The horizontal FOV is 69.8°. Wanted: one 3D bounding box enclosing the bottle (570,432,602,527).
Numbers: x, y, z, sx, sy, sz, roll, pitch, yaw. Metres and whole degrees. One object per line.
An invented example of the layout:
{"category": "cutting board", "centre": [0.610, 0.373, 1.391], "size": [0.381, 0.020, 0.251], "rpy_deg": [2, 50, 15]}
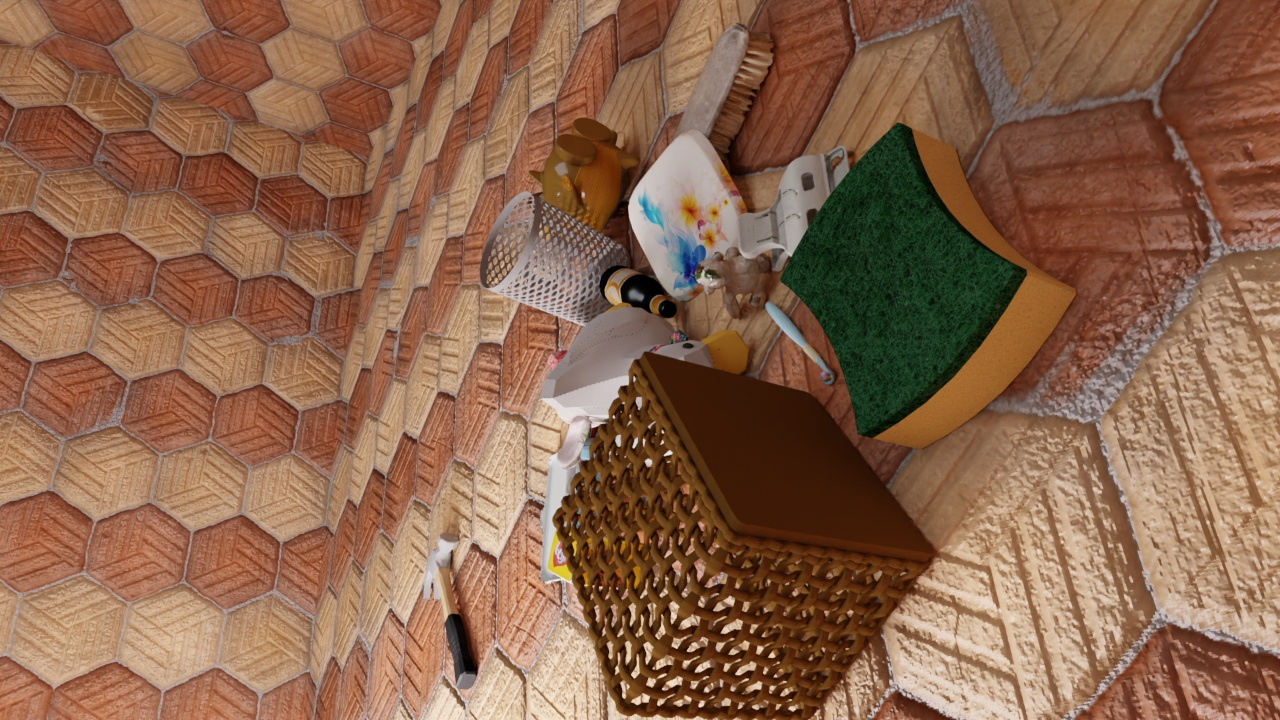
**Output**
{"category": "bottle", "centre": [-0.068, 0.161, 1.238], "size": [0.040, 0.040, 0.130], "rpy_deg": [-3, 74, 61]}

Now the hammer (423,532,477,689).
{"category": "hammer", "centre": [-0.354, 0.474, 1.716], "size": [0.131, 0.039, 0.328], "rpy_deg": [-66, 30, 21]}

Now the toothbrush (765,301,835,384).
{"category": "toothbrush", "centre": [0.172, -0.023, 1.004], "size": [0.155, 0.016, 0.022], "rpy_deg": [-120, 13, -51]}

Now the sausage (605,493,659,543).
{"category": "sausage", "centre": [-0.022, 0.200, 1.227], "size": [0.039, 0.044, 0.164], "rpy_deg": [-42, 26, -12]}

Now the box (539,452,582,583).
{"category": "box", "centre": [-0.114, 0.227, 1.388], "size": [0.193, 0.061, 0.209], "rpy_deg": [122, 153, -66]}

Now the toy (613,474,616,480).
{"category": "toy", "centre": [-0.043, 0.140, 1.296], "size": [0.055, 0.041, 0.101], "rpy_deg": [-45, 27, 9]}

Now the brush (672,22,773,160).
{"category": "brush", "centre": [0.092, -0.316, 1.233], "size": [0.083, 0.056, 0.272], "rpy_deg": [52, 124, 50]}

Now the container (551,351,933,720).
{"category": "container", "centre": [0.081, 0.164, 0.869], "size": [0.215, 0.219, 0.251], "rpy_deg": [-63, 31, 24]}

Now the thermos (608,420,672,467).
{"category": "thermos", "centre": [0.036, 0.094, 1.145], "size": [0.231, 0.067, 0.067], "rpy_deg": [-23, 58, 57]}

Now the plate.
{"category": "plate", "centre": [0.055, -0.189, 1.212], "size": [0.187, 0.016, 0.187], "rpy_deg": [-45, 64, 44]}

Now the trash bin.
{"category": "trash bin", "centre": [-0.127, -0.148, 1.406], "size": [0.157, 0.183, 0.156], "rpy_deg": [-35, 43, 41]}

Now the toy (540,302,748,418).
{"category": "toy", "centre": [-0.007, 0.007, 1.148], "size": [0.267, 0.246, 0.141], "rpy_deg": [-136, 29, -74]}

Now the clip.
{"category": "clip", "centre": [0.177, -0.158, 1.016], "size": [0.144, 0.074, 0.124], "rpy_deg": [-27, 51, 42]}

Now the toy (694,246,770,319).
{"category": "toy", "centre": [0.102, -0.092, 1.076], "size": [0.074, 0.105, 0.085], "rpy_deg": [10, 94, 41]}

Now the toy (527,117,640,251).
{"category": "toy", "centre": [-0.105, -0.271, 1.483], "size": [0.198, 0.162, 0.204], "rpy_deg": [-61, -4, -50]}

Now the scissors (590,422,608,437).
{"category": "scissors", "centre": [-0.035, 0.044, 1.350], "size": [0.147, 0.015, 0.187], "rpy_deg": [-14, 64, 59]}

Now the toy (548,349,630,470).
{"category": "toy", "centre": [-0.083, 0.051, 1.329], "size": [0.159, 0.084, 0.194], "rpy_deg": [-40, 44, 12]}

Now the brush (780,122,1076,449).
{"category": "brush", "centre": [0.243, -0.068, 0.831], "size": [0.196, 0.075, 0.249], "rpy_deg": [-56, 34, 33]}

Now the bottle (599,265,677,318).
{"category": "bottle", "centre": [0.002, -0.091, 1.295], "size": [0.182, 0.059, 0.059], "rpy_deg": [33, 107, 60]}

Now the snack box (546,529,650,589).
{"category": "snack box", "centre": [-0.055, 0.258, 1.195], "size": [0.084, 0.105, 0.061], "rpy_deg": [0, 78, 61]}
